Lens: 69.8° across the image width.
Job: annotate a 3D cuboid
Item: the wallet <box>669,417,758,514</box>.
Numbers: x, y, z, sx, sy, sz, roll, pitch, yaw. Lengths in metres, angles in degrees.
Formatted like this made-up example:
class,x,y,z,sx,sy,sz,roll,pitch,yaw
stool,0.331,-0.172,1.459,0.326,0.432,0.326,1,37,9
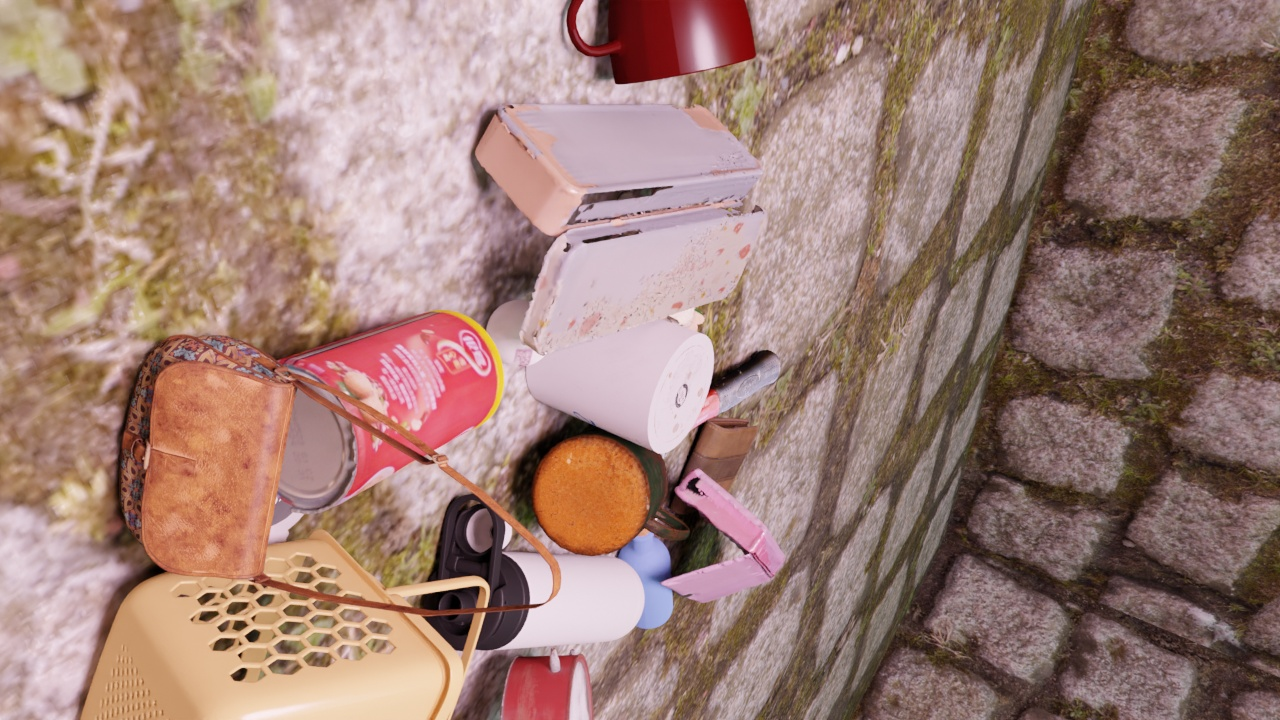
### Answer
class,x,y,z,sx,sy,sz,roll,pitch,yaw
wallet,0.077,0.107,0.944,0.121,0.027,0.099,7,107,-64

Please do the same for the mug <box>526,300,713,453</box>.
class,x,y,z,sx,sy,sz,roll,pitch,yaw
mug,-0.004,0.004,0.633,0.119,0.096,0.083,-16,123,-58

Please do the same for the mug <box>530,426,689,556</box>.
class,x,y,z,sx,sy,sz,roll,pitch,yaw
mug,-0.016,0.096,0.639,0.085,0.111,0.081,-61,172,5

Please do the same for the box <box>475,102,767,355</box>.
class,x,y,z,sx,sy,sz,roll,pitch,yaw
box,-0.007,-0.088,0.568,0.216,0.115,0.096,-20,159,-52

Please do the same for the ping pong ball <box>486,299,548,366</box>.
class,x,y,z,sx,sy,sz,roll,pitch,yaw
ping pong ball,-0.073,-0.016,0.552,0.040,0.040,0.040,-42,143,-43

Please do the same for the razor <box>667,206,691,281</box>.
class,x,y,z,sx,sy,sz,roll,pitch,yaw
razor,0.024,-0.108,0.692,0.043,0.018,0.141,-55,151,-24

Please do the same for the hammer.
class,x,y,z,sx,sy,sz,roll,pitch,yaw
hammer,0.063,0.029,0.829,0.325,0.036,0.140,-24,115,-61

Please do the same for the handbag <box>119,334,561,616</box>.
class,x,y,z,sx,sy,sz,roll,pitch,yaw
handbag,-0.120,0.056,0.343,0.043,0.196,0.093,-8,114,-67

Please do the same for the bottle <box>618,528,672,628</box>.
class,x,y,z,sx,sy,sz,roll,pitch,yaw
bottle,0.004,0.190,0.839,0.047,0.048,0.131,-46,146,-37

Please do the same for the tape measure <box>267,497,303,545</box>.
class,x,y,z,sx,sy,sz,roll,pitch,yaw
tape measure,-0.179,0.058,0.433,0.065,0.017,0.064,-66,153,-6

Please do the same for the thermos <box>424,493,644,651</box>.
class,x,y,z,sx,sy,sz,roll,pitch,yaw
thermos,-0.067,0.158,0.670,0.229,0.069,0.101,29,70,-63

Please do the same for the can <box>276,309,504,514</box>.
class,x,y,z,sx,sy,sz,roll,pitch,yaw
can,-0.122,0.019,0.434,0.124,0.067,0.067,-32,137,-64

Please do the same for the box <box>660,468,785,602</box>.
class,x,y,z,sx,sy,sz,roll,pitch,yaw
box,0.070,0.190,0.883,0.107,0.099,0.232,-47,160,-5

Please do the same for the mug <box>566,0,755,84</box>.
class,x,y,z,sx,sy,sz,roll,pitch,yaw
mug,0.007,-0.212,0.534,0.113,0.087,0.088,-20,112,-23

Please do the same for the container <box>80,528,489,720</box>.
class,x,y,z,sx,sy,sz,roll,pitch,yaw
container,-0.159,0.184,0.430,0.166,0.129,0.183,7,109,-51

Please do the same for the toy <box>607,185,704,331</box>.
class,x,y,z,sx,sy,sz,roll,pitch,yaw
toy,0.008,-0.071,0.649,0.087,0.050,0.112,-40,125,-43

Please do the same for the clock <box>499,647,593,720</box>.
class,x,y,z,sx,sy,sz,roll,pitch,yaw
clock,-0.072,0.290,0.660,0.110,0.062,0.156,72,15,-71
